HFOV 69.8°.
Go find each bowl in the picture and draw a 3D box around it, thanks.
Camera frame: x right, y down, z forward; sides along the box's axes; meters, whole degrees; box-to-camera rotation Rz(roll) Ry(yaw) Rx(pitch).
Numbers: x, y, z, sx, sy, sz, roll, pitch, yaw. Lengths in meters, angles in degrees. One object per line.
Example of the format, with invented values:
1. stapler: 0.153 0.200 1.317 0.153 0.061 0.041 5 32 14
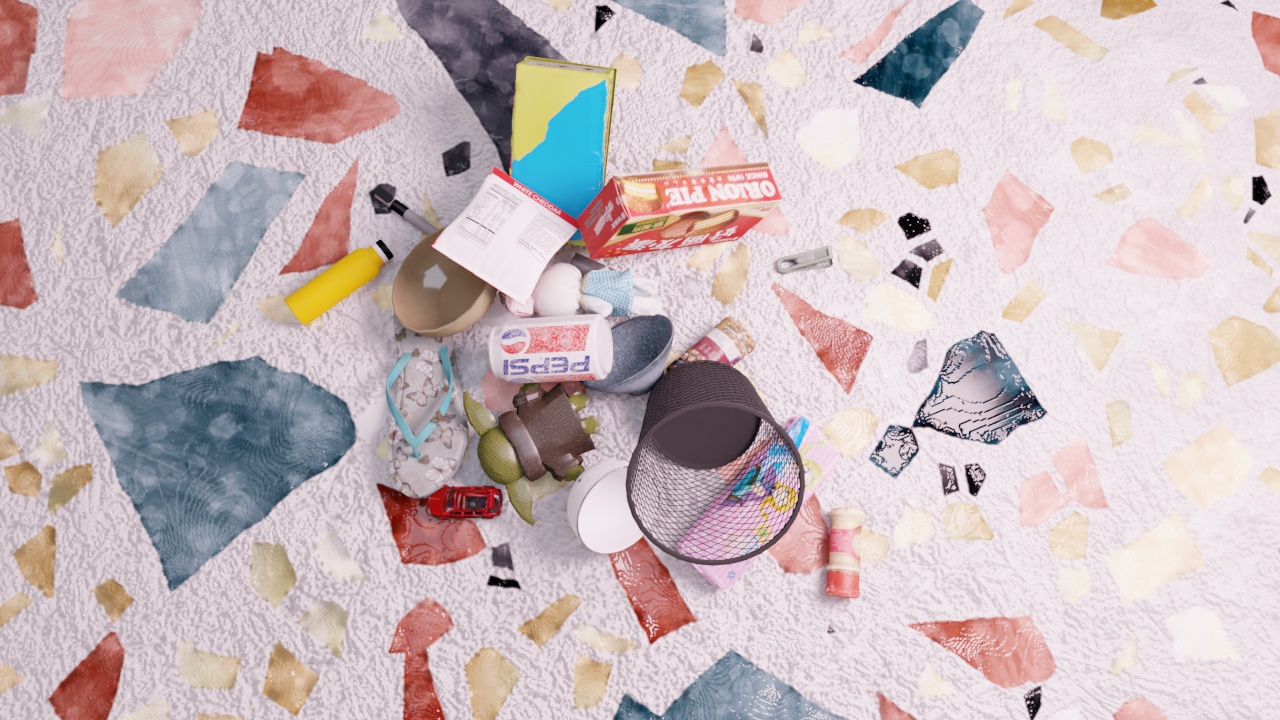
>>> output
1. bowl: -0.179 -0.097 1.190 0.110 0.040 0.109 0 76 -2
2. bowl: -0.234 -0.093 1.148 0.153 0.050 0.152 -12 62 22
3. bowl: -0.040 0.168 1.106 0.113 0.063 0.113 -13 116 -29
4. bowl: -0.007 0.007 1.152 0.137 0.137 0.057 -40 120 -11

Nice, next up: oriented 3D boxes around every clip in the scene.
1. clip: 0.218 -0.132 1.222 0.076 0.059 0.023 -11 75 8

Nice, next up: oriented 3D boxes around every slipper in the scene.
1. slipper: -0.265 0.034 1.140 0.098 0.055 0.268 -3 70 -4

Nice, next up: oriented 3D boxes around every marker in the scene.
1. marker: -0.296 -0.185 1.220 0.140 0.016 0.016 35 77 6

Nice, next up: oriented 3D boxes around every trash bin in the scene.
1. trash bin: 0.077 0.098 1.042 0.184 0.210 0.184 0 108 1

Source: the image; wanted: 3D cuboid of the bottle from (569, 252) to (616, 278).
1. bottle: -0.038 -0.105 1.203 0.113 0.030 0.030 24 76 4

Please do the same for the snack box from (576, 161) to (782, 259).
1. snack box: 0.049 -0.187 1.140 0.235 0.113 0.060 -11 76 -32

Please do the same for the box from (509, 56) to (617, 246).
1. box: -0.101 -0.261 1.160 0.124 0.080 0.221 6 115 2

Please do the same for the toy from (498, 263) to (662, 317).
1. toy: -0.074 -0.088 1.163 0.205 0.106 0.130 7 64 -8

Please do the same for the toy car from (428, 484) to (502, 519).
1. toy car: -0.215 0.174 1.126 0.091 0.036 0.042 0 75 5

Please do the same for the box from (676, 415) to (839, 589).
1. box: 0.145 0.175 1.140 0.084 0.053 0.230 46 77 -9

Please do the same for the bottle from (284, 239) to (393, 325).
1. bottle: -0.385 -0.104 1.182 0.143 0.043 0.043 -38 80 -10

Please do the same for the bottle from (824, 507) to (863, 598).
1. bottle: 0.250 0.235 1.123 0.044 0.044 0.109 7 75 -1

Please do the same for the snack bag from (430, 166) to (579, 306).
1. snack bag: -0.157 -0.152 1.100 0.131 0.039 0.143 33 60 -3

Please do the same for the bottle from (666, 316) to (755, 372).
1. bottle: 0.090 -0.003 1.169 0.105 0.056 0.056 -40 81 -11

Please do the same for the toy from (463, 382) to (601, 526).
1. toy: -0.125 0.095 1.125 0.152 0.078 0.179 -28 84 -3

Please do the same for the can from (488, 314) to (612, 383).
1. can: -0.106 -0.013 1.102 0.136 0.078 0.078 -3 76 11
